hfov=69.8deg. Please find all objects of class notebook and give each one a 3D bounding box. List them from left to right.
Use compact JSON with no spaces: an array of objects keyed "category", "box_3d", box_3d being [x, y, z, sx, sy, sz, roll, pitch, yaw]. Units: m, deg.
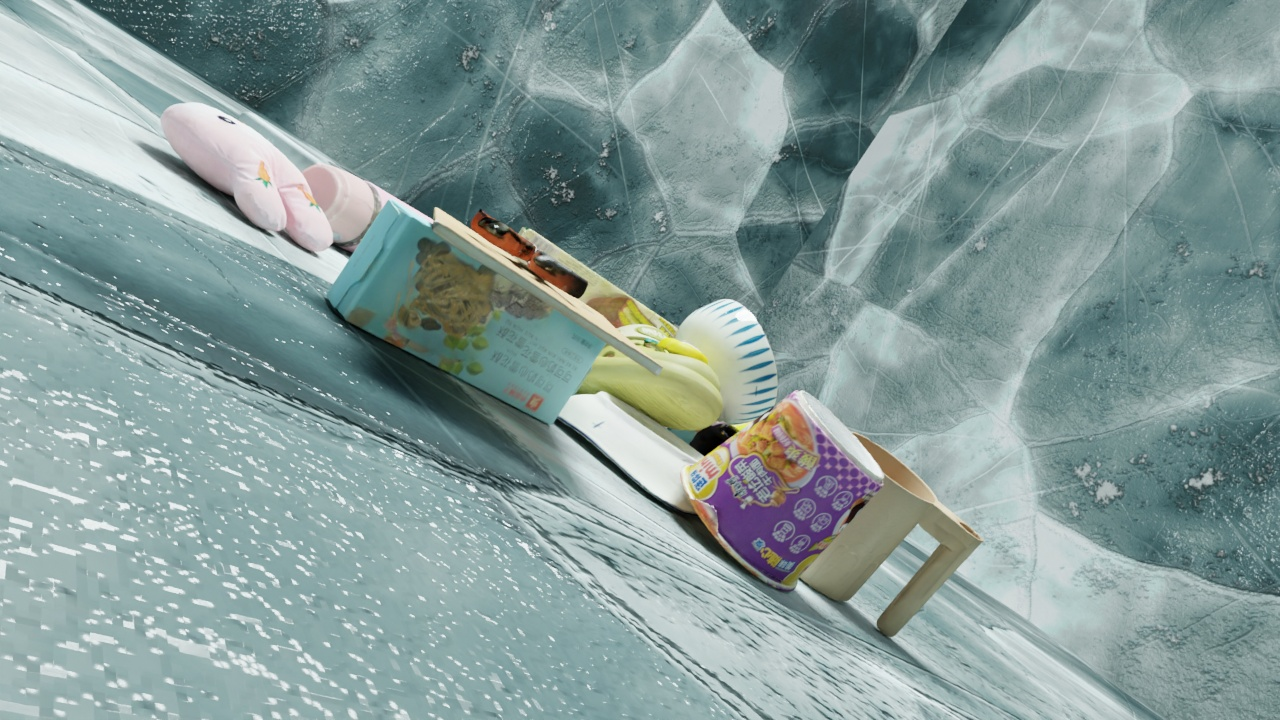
[{"category":"notebook","box_3d":[-0.069,-0.051,0.586,0.148,0.008,0.207,33,3,-17]}]

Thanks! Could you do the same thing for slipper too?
[{"category":"slipper","box_3d":[-0.005,0.005,0.793,0.191,0.081,0.091,4,-26,48]}]

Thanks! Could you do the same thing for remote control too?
[{"category":"remote control","box_3d":[-0.353,-0.191,0.881,0.136,0.056,0.020,34,4,27]}]

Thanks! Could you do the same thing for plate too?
[{"category":"plate","box_3d":[0.006,0.068,0.707,0.164,0.034,0.163,35,2,33]}]

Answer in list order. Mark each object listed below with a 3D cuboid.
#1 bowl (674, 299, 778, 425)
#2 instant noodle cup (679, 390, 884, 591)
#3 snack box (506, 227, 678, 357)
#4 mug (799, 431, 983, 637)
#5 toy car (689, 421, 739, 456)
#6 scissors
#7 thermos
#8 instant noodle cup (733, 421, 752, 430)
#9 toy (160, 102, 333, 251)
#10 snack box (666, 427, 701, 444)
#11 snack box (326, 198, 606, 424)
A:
[{"category":"bowl","box_3d":[0.066,0.008,0.839,0.116,0.066,0.117,45,-35,44]},{"category":"instant noodle cup","box_3d":[0.100,0.082,0.613,0.111,0.099,0.111,43,14,-14]},{"category":"snack box","box_3d":[-0.070,-0.048,1.098,0.240,0.114,0.063,33,2,-16]},{"category":"mug","box_3d":[0.176,0.132,0.698,0.124,0.104,0.084,42,16,22]},{"category":"toy car","box_3d":[0.092,0.105,0.781,0.122,0.056,0.037,42,-23,13]},{"category":"scissors","box_3d":[-0.084,-0.080,0.644,0.185,0.015,0.209,30,4,-47]},{"category":"thermos","box_3d":[-0.255,-0.125,0.874,0.087,0.067,0.198,0,-9,21]},{"category":"instant noodle cup","box_3d":[0.107,0.086,0.951,0.111,0.112,0.123,32,10,-23]},{"category":"toy","box_3d":[-0.299,-0.142,0.710,0.159,0.054,0.121,43,6,24]},{"category":"snack box","box_3d":[0.099,0.112,0.840,0.175,0.051,0.074,33,1,9]},{"category":"snack box","box_3d":[-0.108,-0.028,0.601,0.174,0.074,0.051,32,3,-38]}]
